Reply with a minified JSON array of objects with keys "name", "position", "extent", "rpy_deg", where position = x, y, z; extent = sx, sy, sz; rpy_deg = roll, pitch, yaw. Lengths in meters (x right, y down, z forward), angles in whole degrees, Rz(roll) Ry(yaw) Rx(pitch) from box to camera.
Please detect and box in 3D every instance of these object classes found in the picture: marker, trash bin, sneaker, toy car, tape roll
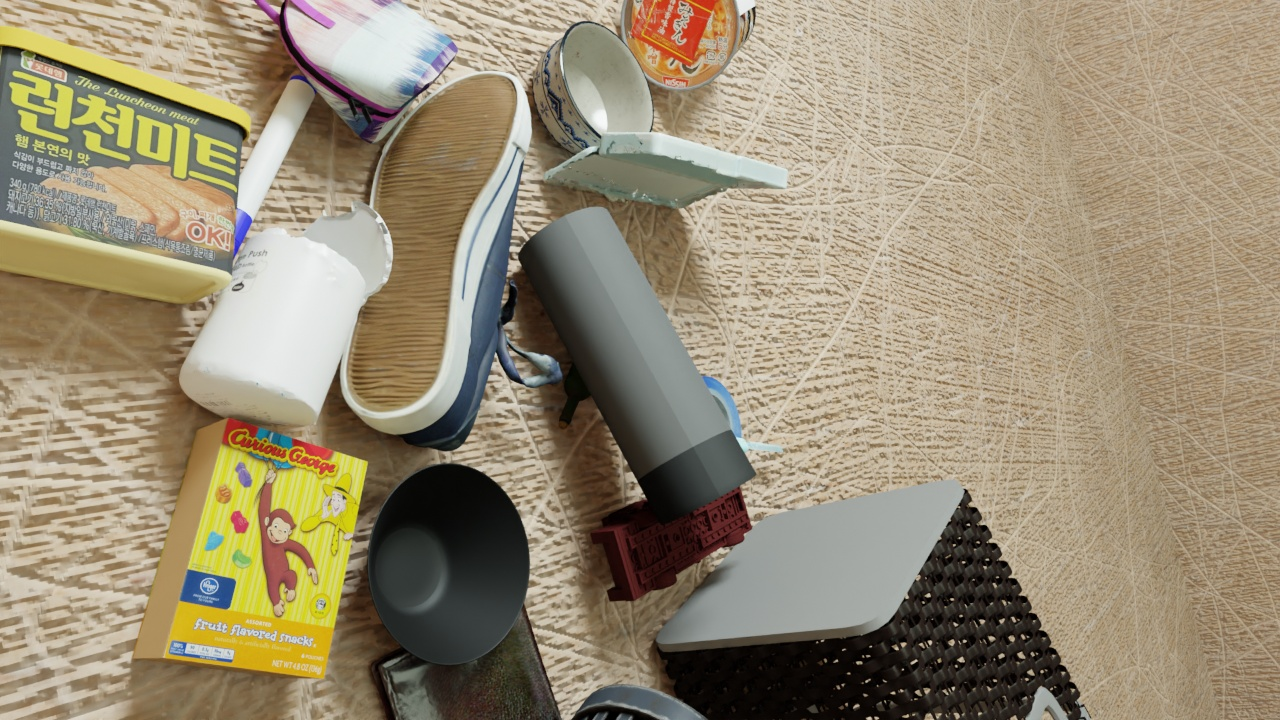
[{"name":"marker","position":[-0.239,-0.125,0.584],"extent":[0.020,0.020,0.141],"rpy_deg":[36,52,-36]},{"name":"trash bin","position":[-0.034,0.328,0.565],"extent":[0.226,0.165,0.164],"rpy_deg":[-42,110,-51]},{"name":"sneaker","position":[-0.121,-0.070,0.659],"extent":[0.127,0.121,0.294],"rpy_deg":[62,31,-62]},{"name":"toy car","position":[0.022,0.144,0.762],"extent":[0.169,0.062,0.070],"rpy_deg":[-16,90,-50]},{"name":"tape roll","position":[0.063,0.063,0.871],"extent":[0.091,0.016,0.093],"rpy_deg":[-40,108,-48]}]

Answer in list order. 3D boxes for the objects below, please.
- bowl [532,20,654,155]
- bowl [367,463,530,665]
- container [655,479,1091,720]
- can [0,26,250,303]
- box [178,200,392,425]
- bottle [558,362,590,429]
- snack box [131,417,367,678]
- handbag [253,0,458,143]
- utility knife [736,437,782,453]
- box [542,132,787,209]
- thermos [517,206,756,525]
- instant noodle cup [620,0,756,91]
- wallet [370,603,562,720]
[{"name":"bowl","position":[-0.048,-0.230,0.808],"extent":[0.115,0.059,0.115],"rpy_deg":[19,64,-44]},{"name":"bowl","position":[-0.135,0.132,0.591],"extent":[0.124,0.053,0.124],"rpy_deg":[19,64,-44]},{"name":"container","position":[0.194,0.274,0.780],"extent":[0.246,0.246,0.243],"rpy_deg":[-34,100,-49]},{"name":"can","position":[-0.283,-0.095,0.483],"extent":[0.130,0.073,0.101],"rpy_deg":[13,71,-46]},{"name":"box","position":[-0.203,-0.036,0.549],"extent":[0.092,0.081,0.160],"rpy_deg":[45,51,-50]},{"name":"bottle","position":[-0.047,0.013,0.755],"extent":[0.025,0.025,0.105],"rpy_deg":[45,47,-30]},{"name":"snack box","position":[-0.215,0.108,0.517],"extent":[0.088,0.040,0.125],"rpy_deg":[27,58,-41]},{"name":"handbag","position":[-0.215,-0.238,0.617],"extent":[0.170,0.068,0.144],"rpy_deg":[42,32,-21]},{"name":"utility knife","position":[0.087,0.080,0.868],"extent":[0.168,0.015,0.022],"rpy_deg":[12,37,-48]},{"name":"box","position":[0.027,-0.168,0.813],"extent":[0.196,0.136,0.043],"rpy_deg":[1,87,-49]},{"name":"thermos","position":[-0.004,0.004,0.712],"extent":[0.082,0.082,0.240],"rpy_deg":[-16,73,-50]},{"name":"instant noodle cup","position":[0.060,-0.348,0.938],"extent":[0.123,0.124,0.121],"rpy_deg":[63,32,-12]},{"name":"wallet","position":[-0.112,0.222,0.609],"extent":[0.119,0.031,0.099],"rpy_deg":[-18,89,-48]}]
